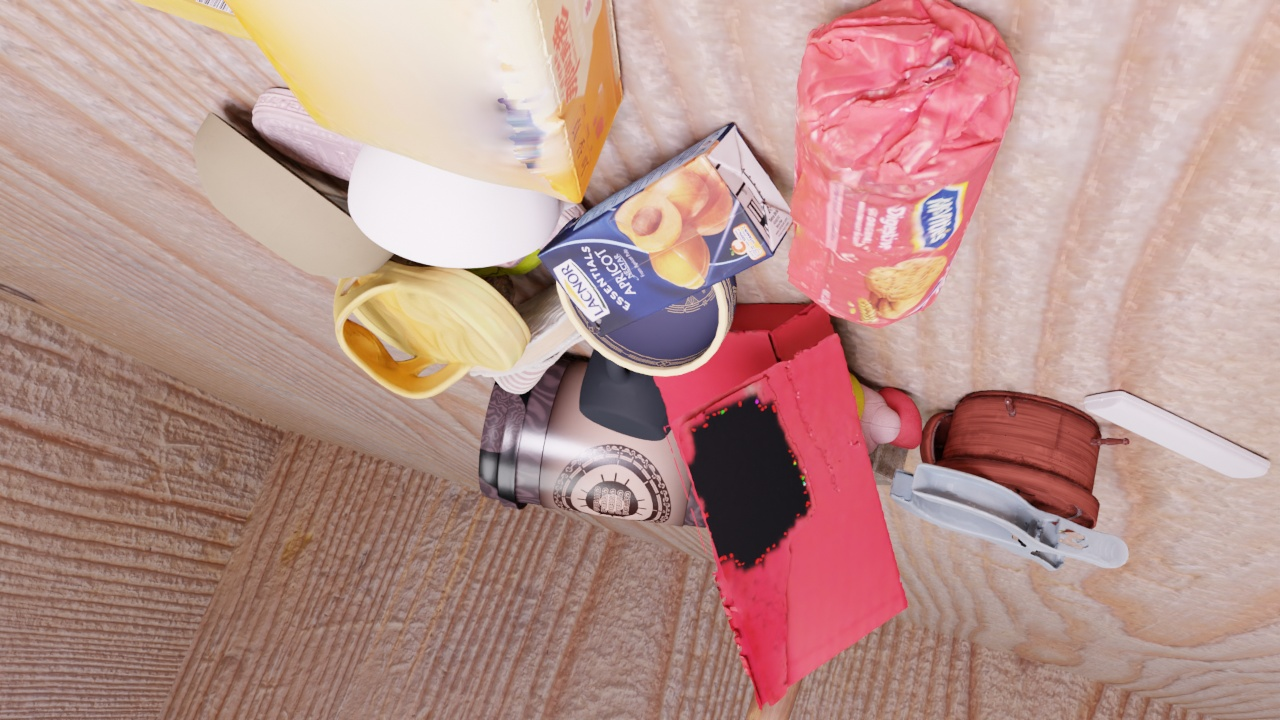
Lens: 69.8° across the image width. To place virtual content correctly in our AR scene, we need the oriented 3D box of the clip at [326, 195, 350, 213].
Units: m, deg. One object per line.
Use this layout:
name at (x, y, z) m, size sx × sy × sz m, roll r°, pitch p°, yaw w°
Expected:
clip at (-0.256, -0.111, 0.745) m, size 0.102 × 0.056 × 0.056 m, roll 16°, pitch 132°, yaw 12°

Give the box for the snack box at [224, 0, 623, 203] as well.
snack box at (-0.091, -0.144, 0.363) m, size 0.145 × 0.080 × 0.195 m, roll 18°, pitch 164°, yaw 9°

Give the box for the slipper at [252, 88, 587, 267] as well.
slipper at (-0.144, -0.105, 0.597) m, size 0.239 × 0.064 × 0.094 m, roll 21°, pitch 165°, yaw 1°

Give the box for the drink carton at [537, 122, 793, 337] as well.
drink carton at (0.010, -0.065, 0.485) m, size 0.130 × 0.040 × 0.064 m, roll -23°, pitch 110°, yaw 42°

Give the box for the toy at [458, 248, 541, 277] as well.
toy at (-0.114, -0.079, 0.686) m, size 0.093 × 0.036 × 0.094 m, roll 4°, pitch -173°, yaw -1°

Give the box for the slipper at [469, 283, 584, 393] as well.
slipper at (-0.084, -0.018, 0.762) m, size 0.052 × 0.114 × 0.263 m, roll 49°, pitch 160°, yaw -14°

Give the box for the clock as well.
clock at (0.279, 0.078, 0.697) m, size 0.120 × 0.072 × 0.158 m, roll 19°, pitch 164°, yaw 1°

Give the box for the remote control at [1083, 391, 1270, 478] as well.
remote control at (0.361, 0.051, 0.618) m, size 0.131 × 0.012 × 0.033 m, roll 23°, pitch 164°, yaw -12°

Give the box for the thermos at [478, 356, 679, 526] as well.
thermos at (-0.031, 0.085, 0.939) m, size 0.226 × 0.172 × 0.173 m, roll 11°, pitch 164°, yaw 6°

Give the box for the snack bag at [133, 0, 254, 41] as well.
snack bag at (-0.232, -0.191, 0.478) m, size 0.099 × 0.026 × 0.020 m, roll 18°, pitch 164°, yaw 0°

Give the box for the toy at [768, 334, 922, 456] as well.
toy at (0.139, 0.029, 0.726) m, size 0.131 × 0.097 × 0.124 m, roll 7°, pitch 180°, yaw -34°

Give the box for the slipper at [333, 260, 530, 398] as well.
slipper at (-0.173, -0.018, 0.684) m, size 0.099 × 0.078 × 0.264 m, roll 48°, pitch 157°, yaw -27°

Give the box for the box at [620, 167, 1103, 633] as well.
box at (0.179, 0.012, 0.720) m, size 0.198 × 0.350 × 0.217 m, roll 5°, pitch 122°, yaw 51°

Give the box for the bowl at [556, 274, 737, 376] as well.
bowl at (0.011, -0.053, 0.568) m, size 0.112 × 0.061 × 0.113 m, roll 16°, pitch 131°, yaw 20°

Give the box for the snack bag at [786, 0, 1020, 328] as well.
snack bag at (0.100, -0.074, 0.387) m, size 0.082 × 0.082 × 0.176 m, roll 15°, pitch 163°, yaw 14°

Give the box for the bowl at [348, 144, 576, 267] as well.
bowl at (-0.098, -0.105, 0.494) m, size 0.115 × 0.114 × 0.051 m, roll 18°, pitch 132°, yaw 5°

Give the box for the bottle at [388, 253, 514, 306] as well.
bottle at (-0.185, -0.070, 0.776) m, size 0.166 × 0.059 × 0.059 m, roll 21°, pitch 167°, yaw 28°

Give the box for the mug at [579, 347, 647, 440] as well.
mug at (-0.004, 0.004, 0.742) m, size 0.085 × 0.094 × 0.122 m, roll 14°, pitch 164°, yaw 17°

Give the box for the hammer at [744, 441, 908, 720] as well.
hammer at (0.154, 0.213, 0.879) m, size 0.037 × 0.300 × 0.158 m, roll 26°, pitch 163°, yaw -24°

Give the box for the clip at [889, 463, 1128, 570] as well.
clip at (0.254, 0.118, 0.677) m, size 0.163 × 0.028 × 0.112 m, roll 23°, pitch 163°, yaw -7°

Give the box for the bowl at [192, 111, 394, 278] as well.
bowl at (-0.251, -0.105, 0.649) m, size 0.152 × 0.050 × 0.152 m, roll 37°, pitch 177°, yaw 2°
